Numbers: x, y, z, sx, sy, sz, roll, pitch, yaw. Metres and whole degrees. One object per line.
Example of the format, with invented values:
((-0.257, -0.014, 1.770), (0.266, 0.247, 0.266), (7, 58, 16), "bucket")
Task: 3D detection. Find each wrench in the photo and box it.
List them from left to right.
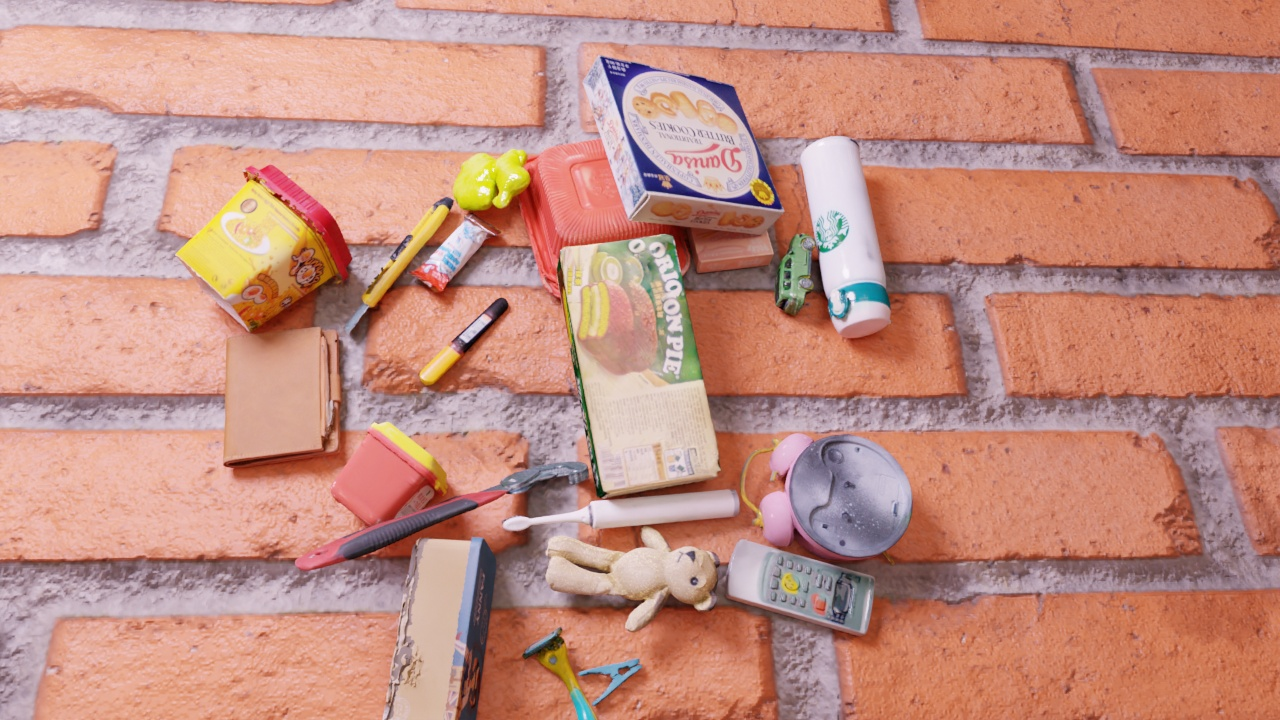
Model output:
((-0.163, 0.130, 0.795), (0.272, 0.056, 0.016), (-15, 102, -36), "wrench")

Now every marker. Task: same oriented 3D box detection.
((-0.176, -0.020, 0.925), (0.018, 0.015, 0.123), (36, 64, 9), "marker")

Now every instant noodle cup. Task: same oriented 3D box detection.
((-0.365, -0.104, 0.888), (0.116, 0.116, 0.123), (39, 69, 12), "instant noodle cup")
((-0.041, -0.164, 0.970), (0.164, 0.079, 0.188), (-14, 68, -12), "instant noodle cup")

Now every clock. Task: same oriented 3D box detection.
((0.172, 0.128, 0.866), (0.158, 0.060, 0.117), (16, 65, 0), "clock")

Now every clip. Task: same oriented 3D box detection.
((-0.024, 0.276, 0.802), (0.055, 0.013, 0.034), (-25, 71, -17), "clip")

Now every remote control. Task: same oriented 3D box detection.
((0.147, 0.209, 0.847), (0.135, 0.019, 0.056), (16, 65, 2), "remote control")

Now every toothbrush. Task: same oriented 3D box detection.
((-0.016, 0.141, 0.847), (0.221, 0.026, 0.027), (-3, 95, -13), "toothbrush")

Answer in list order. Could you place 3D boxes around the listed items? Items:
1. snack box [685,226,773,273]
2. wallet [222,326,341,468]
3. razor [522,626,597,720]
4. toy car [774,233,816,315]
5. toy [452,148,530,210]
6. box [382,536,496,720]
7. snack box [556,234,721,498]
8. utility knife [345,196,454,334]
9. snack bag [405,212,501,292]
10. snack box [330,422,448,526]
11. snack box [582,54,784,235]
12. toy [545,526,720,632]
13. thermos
((0.088, -0.173, 1.016), (0.084, 0.026, 0.157), (-7, 66, -9), "snack box")
((-0.340, 0.032, 0.873), (0.108, 0.031, 0.131), (-8, 66, -6), "wallet")
((-0.055, 0.296, 0.781), (0.043, 0.028, 0.132), (-36, 69, 17), "razor")
((0.165, -0.093, 0.977), (0.036, 0.043, 0.091), (12, 64, 0), "toy car")
((-0.161, -0.190, 0.972), (0.100, 0.031, 0.096), (-27, 52, 21), "toy")
((-0.164, 0.231, 0.767), (0.063, 0.090, 0.184), (5, 66, 3), "box")
((-0.005, 0.005, 0.878), (0.114, 0.063, 0.240), (-9, 78, -11), "snack box")
((-0.250, -0.101, 0.945), (0.015, 0.033, 0.189), (48, 60, -33), "utility knife")
((-0.194, -0.113, 0.957), (0.048, 0.026, 0.104), (32, 67, 18), "snack bag")
((-0.223, 0.110, 0.818), (0.082, 0.091, 0.080), (35, 73, 10), "snack box")
((0.046, -0.222, 0.956), (0.177, 0.046, 0.182), (0, 61, -35), "snack box")
((-0.008, 0.186, 0.817), (0.157, 0.066, 0.105), (6, 43, 3), "toy")
((0.219, -0.132, 0.987), (0.073, 0.073, 0.224), (-1, 65, -7), "thermos")
